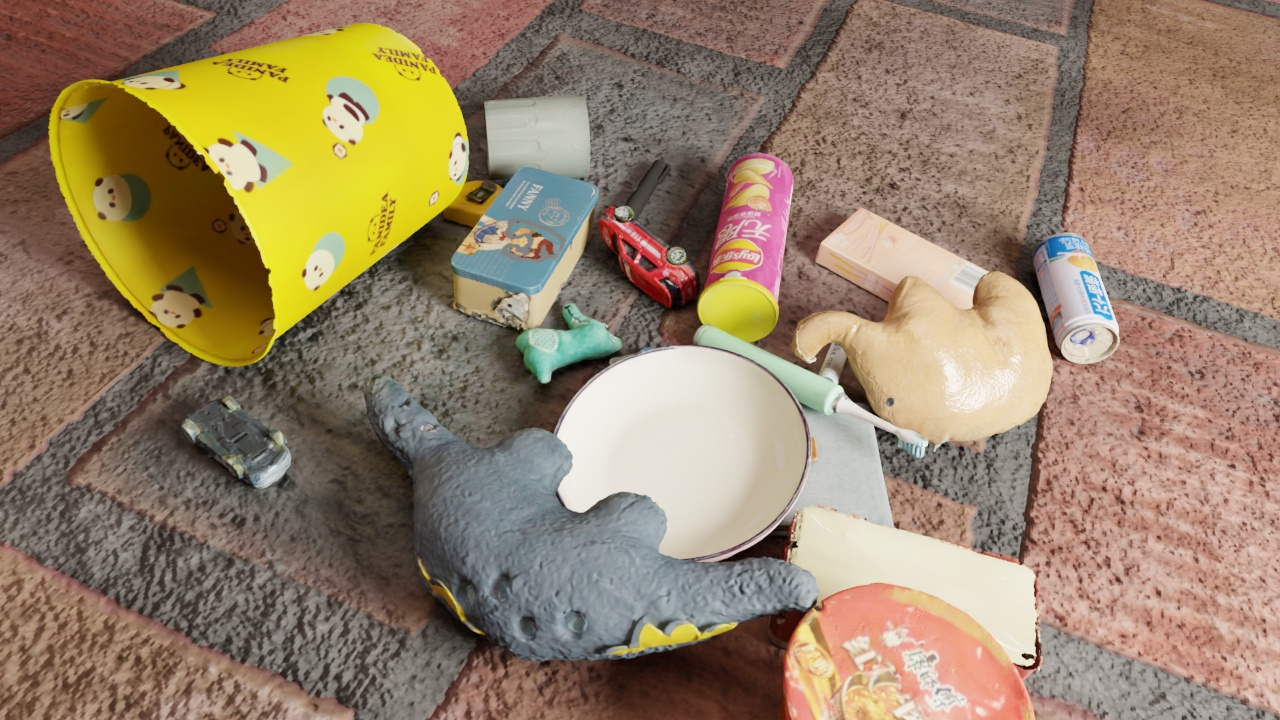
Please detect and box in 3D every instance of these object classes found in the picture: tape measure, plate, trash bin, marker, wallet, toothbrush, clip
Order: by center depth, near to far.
[{"bbox_3d":[0.030,0.072,0.685,0.192,0.039,0.192,-5,50,6],"label":"plate"},{"bbox_3d":[0.136,0.079,0.713,0.106,0.037,0.129,6,44,-2],"label":"wallet"},{"bbox_3d":[0.132,0.021,0.742,0.026,0.027,0.225,-26,40,-38],"label":"toothbrush"},{"bbox_3d":[-0.294,-0.157,0.766,0.230,0.230,0.254,27,44,18],"label":"trash bin"},{"bbox_3d":[-0.005,0.005,0.782,0.056,0.029,0.024,-19,53,-37],"label":"clip"},{"bbox_3d":[0.171,-0.007,0.802,0.023,0.018,0.130,-4,29,27],"label":"marker"},{"bbox_3d":[-0.159,-0.156,0.907,0.060,0.029,0.057,18,46,10],"label":"tape measure"},{"bbox_3d":[0.001,-0.167,0.946,0.022,0.020,0.131,12,45,17],"label":"marker"}]

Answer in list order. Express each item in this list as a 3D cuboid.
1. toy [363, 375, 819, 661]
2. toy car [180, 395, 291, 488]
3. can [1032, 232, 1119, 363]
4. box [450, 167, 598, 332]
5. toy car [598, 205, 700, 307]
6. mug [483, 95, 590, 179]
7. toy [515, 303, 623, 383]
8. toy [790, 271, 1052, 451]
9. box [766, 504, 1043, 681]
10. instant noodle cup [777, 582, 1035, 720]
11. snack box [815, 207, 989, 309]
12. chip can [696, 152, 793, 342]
[{"bbox_3d":[-0.069,0.116,0.599,0.357,0.091,0.137,24,76,25],"label":"toy"},{"bbox_3d":[-0.297,0.061,0.677,0.090,0.034,0.042,29,52,22],"label":"toy car"},{"bbox_3d":[0.413,-0.061,0.873,0.053,0.053,0.134,9,46,1],"label":"can"},{"bbox_3d":[-0.102,-0.109,0.850,0.090,0.060,0.183,15,48,6],"label":"box"},{"bbox_3d":[0.004,-0.096,0.854,0.045,0.053,0.120,-40,65,-15],"label":"toy car"},{"bbox_3d":[-0.111,-0.242,0.962,0.103,0.084,0.123,-5,42,-10],"label":"mug"},{"bbox_3d":[-0.063,-0.017,0.788,0.091,0.030,0.096,-11,41,-24],"label":"toy"},{"bbox_3d":[0.237,0.001,0.751,0.225,0.083,0.143,-5,76,-18],"label":"toy"},{"bbox_3d":[0.177,0.157,0.616,0.168,0.077,0.091,15,47,6],"label":"box"},{"bbox_3d":[0.140,0.215,0.532,0.138,0.109,0.137,4,46,-4],"label":"instant noodle cup"},{"bbox_3d":[0.260,-0.089,0.899,0.157,0.026,0.084,33,51,23],"label":"snack box"},{"bbox_3d":[0.103,-0.112,0.870,0.071,0.072,0.210,12,45,3],"label":"chip can"}]
